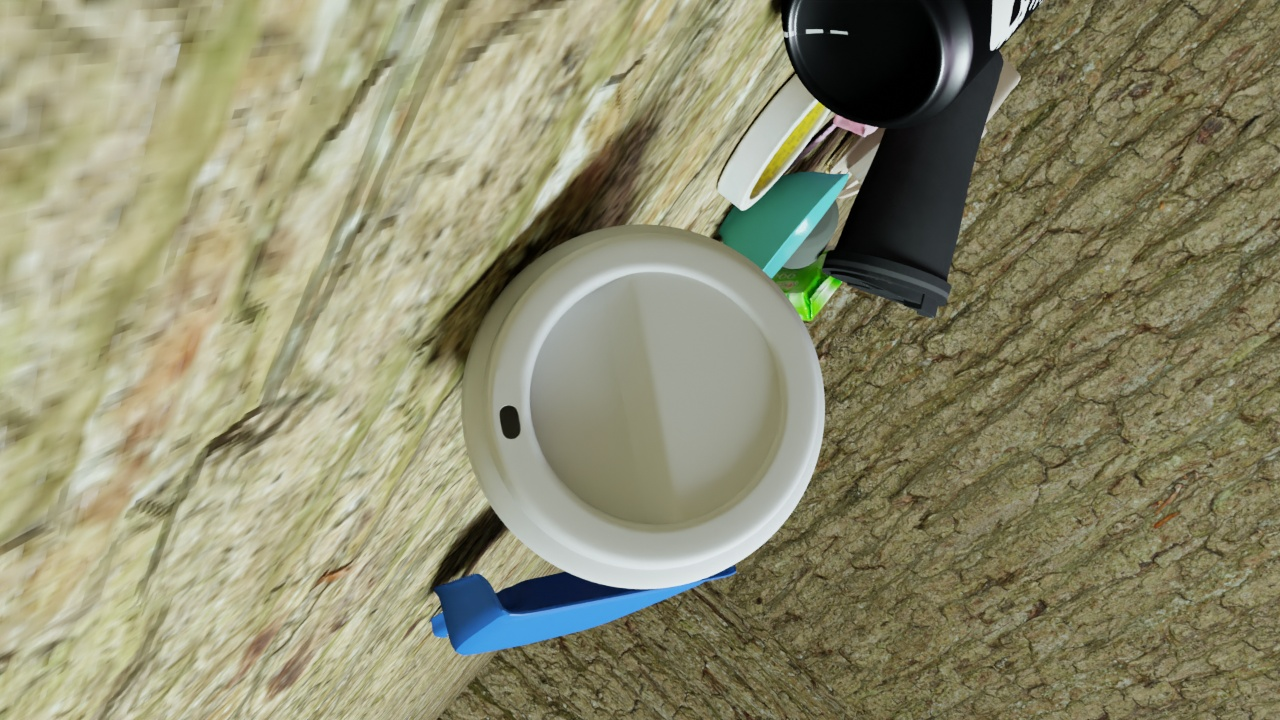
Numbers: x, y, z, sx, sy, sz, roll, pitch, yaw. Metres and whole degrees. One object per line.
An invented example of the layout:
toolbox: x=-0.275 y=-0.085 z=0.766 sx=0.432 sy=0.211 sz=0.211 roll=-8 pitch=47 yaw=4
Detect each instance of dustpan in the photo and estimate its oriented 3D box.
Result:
dustpan: x=-0.094 y=0.207 z=0.767 sx=0.245 sy=0.059 sz=0.258 roll=4 pitch=150 yaw=-46

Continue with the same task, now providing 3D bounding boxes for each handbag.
handbag: x=0.264 y=-0.227 z=0.934 sx=0.198 sy=0.101 sz=0.194 roll=-40 pitch=-177 yaw=46

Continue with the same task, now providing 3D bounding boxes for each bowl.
bowl: x=0.090 y=-0.096 z=0.649 sx=0.121 sy=0.046 sz=0.121 roll=-49 pitch=173 yaw=-8

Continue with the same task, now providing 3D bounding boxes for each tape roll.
tape roll: x=0.081 y=-0.130 z=0.531 sx=0.094 sy=0.019 sz=0.094 roll=-49 pitch=173 yaw=-8

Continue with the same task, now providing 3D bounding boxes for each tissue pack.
tissue pack: x=0.134 y=-0.074 z=0.863 sx=0.114 sy=0.034 sz=0.099 roll=2 pitch=-146 yaw=40

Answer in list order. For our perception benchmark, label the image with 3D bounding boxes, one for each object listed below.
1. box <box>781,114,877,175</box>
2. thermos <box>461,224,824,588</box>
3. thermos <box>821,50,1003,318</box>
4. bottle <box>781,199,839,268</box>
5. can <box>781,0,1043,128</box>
box: x=0.198 y=-0.228 z=0.638 sx=0.232 sy=0.051 sz=0.181 roll=-47 pitch=174 yaw=-24
thermos: x=-0.009 y=0.026 z=0.413 sx=0.131 sy=0.131 sz=0.222 roll=-49 pitch=-179 yaw=-11
thermos: x=0.232 y=-0.153 z=0.766 sx=0.105 sy=0.106 sz=0.218 roll=3 pitch=104 yaw=-82
bottle: x=0.133 y=-0.112 z=0.785 sx=0.060 sy=0.060 sz=0.108 roll=-50 pitch=173 yaw=-3
can: x=0.126 y=-0.163 z=0.376 sx=0.145 sy=0.080 sz=0.080 roll=-46 pitch=172 yaw=-27
